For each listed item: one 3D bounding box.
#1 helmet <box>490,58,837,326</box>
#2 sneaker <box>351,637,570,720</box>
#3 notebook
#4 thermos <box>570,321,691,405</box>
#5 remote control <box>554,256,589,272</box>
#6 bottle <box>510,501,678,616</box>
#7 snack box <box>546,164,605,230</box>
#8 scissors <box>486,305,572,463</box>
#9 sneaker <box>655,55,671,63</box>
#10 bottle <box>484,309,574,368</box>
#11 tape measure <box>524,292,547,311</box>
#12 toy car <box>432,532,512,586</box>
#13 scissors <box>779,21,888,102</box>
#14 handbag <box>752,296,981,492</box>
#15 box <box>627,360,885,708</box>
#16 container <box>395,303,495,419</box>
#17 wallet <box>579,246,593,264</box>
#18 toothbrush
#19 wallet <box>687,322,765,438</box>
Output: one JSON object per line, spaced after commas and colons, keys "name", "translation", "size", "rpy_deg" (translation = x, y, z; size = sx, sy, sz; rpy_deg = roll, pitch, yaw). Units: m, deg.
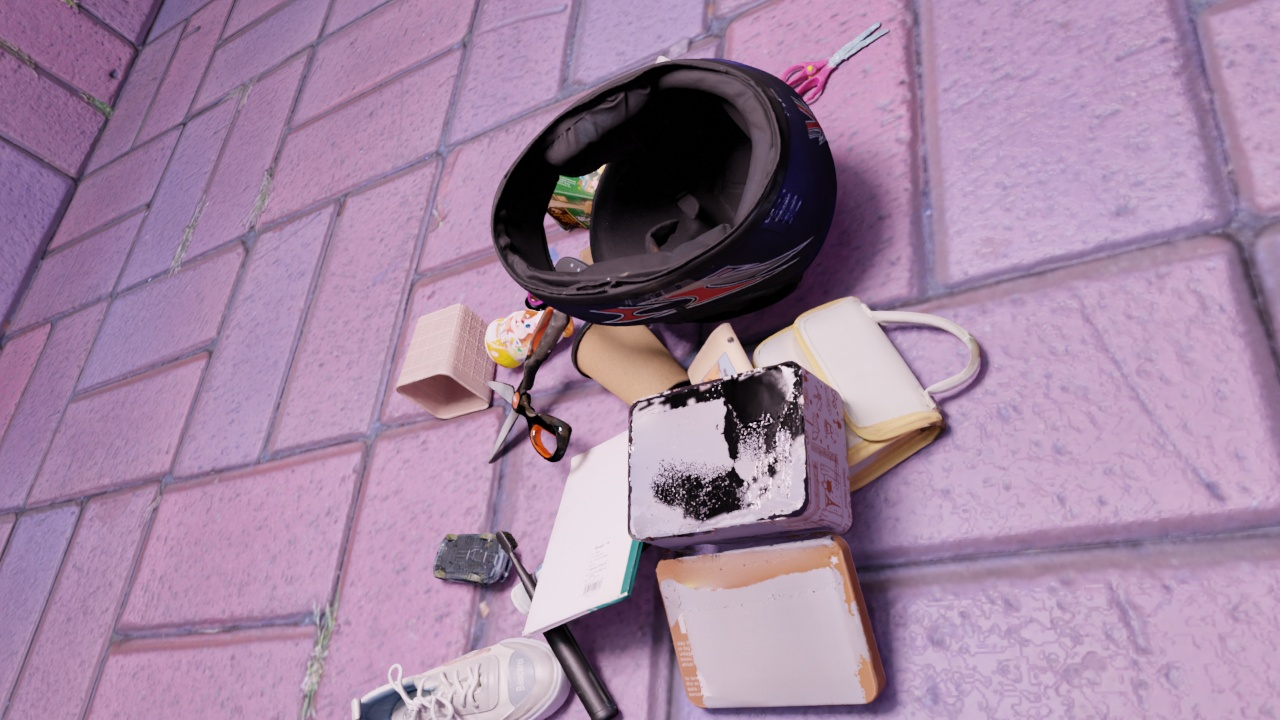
{"name": "helmet", "translation": [0.036, -0.147, 0.908], "size": [0.316, 0.240, 0.247], "rpy_deg": [-23, 75, 14]}
{"name": "sneaker", "translation": [-0.184, 0.325, 0.903], "size": [0.243, 0.090, 0.089], "rpy_deg": [-24, 53, 24]}
{"name": "notebook", "translation": [-0.039, 0.150, 0.869], "size": [0.151, 0.012, 0.208], "rpy_deg": [-32, 30, 38]}
{"name": "thermos", "translation": [-0.006, 0.006, 0.967], "size": [0.093, 0.093, 0.143], "rpy_deg": [-50, 54, 2]}
{"name": "remote control", "translation": [-0.046, -0.073, 1.063], "size": [0.136, 0.024, 0.053], "rpy_deg": [36, 109, 22]}
{"name": "bottle", "translation": [-0.049, 0.186, 0.916], "size": [0.195, 0.044, 0.079], "rpy_deg": [-41, 39, 12]}
{"name": "snack box", "translation": [-0.052, -0.220, 1.130], "size": [0.106, 0.117, 0.118], "rpy_deg": [22, 81, 31]}
{"name": "scissors", "translation": [-0.126, 0.038, 1.017], "size": [0.234, 0.021, 0.221], "rpy_deg": [41, 116, 54]}
{"name": "sneaker", "translation": [0.031, -0.299, 1.098], "size": [0.241, 0.118, 0.088], "rpy_deg": [17, 87, 50]}
{"name": "bottle", "translation": [-0.132, -0.031, 1.097], "size": [0.109, 0.063, 0.063], "rpy_deg": [-18, 54, 29]}
{"name": "tape measure", "translation": [-0.111, -0.082, 1.129], "size": [0.057, 0.039, 0.058], "rpy_deg": [29, 84, 44]}
{"name": "toy car", "translation": [-0.185, 0.219, 1.008], "size": [0.121, 0.036, 0.054], "rpy_deg": [-10, 59, 45]}
{"name": "scissors", "translation": [0.224, -0.338, 1.044], "size": [0.137, 0.017, 0.073], "rpy_deg": [-25, 51, 19]}
{"name": "handbag", "translation": [0.204, 0.009, 0.821], "size": [0.179, 0.063, 0.163], "rpy_deg": [-34, 50, 12]}
{"name": "box", "translation": [0.090, 0.151, 0.755], "size": [0.179, 0.110, 0.259], "rpy_deg": [-15, 64, 34]}
{"name": "container", "translation": [-0.236, -0.001, 1.145], "size": [0.090, 0.090, 0.110], "rpy_deg": [-16, 52, 30]}
{"name": "wallet", "translation": [-0.020, -0.126, 1.092], "size": [0.115, 0.033, 0.090], "rpy_deg": [-28, 51, 26]}
{"name": "toothbrush", "translation": [-0.085, 0.249, 0.879], "size": [0.026, 0.027, 0.212], "rpy_deg": [-49, 60, 23]}
{"name": "wallet", "translation": [0.086, 0.035, 0.865], "size": [0.088, 0.024, 0.115], "rpy_deg": [-52, 56, 46]}
